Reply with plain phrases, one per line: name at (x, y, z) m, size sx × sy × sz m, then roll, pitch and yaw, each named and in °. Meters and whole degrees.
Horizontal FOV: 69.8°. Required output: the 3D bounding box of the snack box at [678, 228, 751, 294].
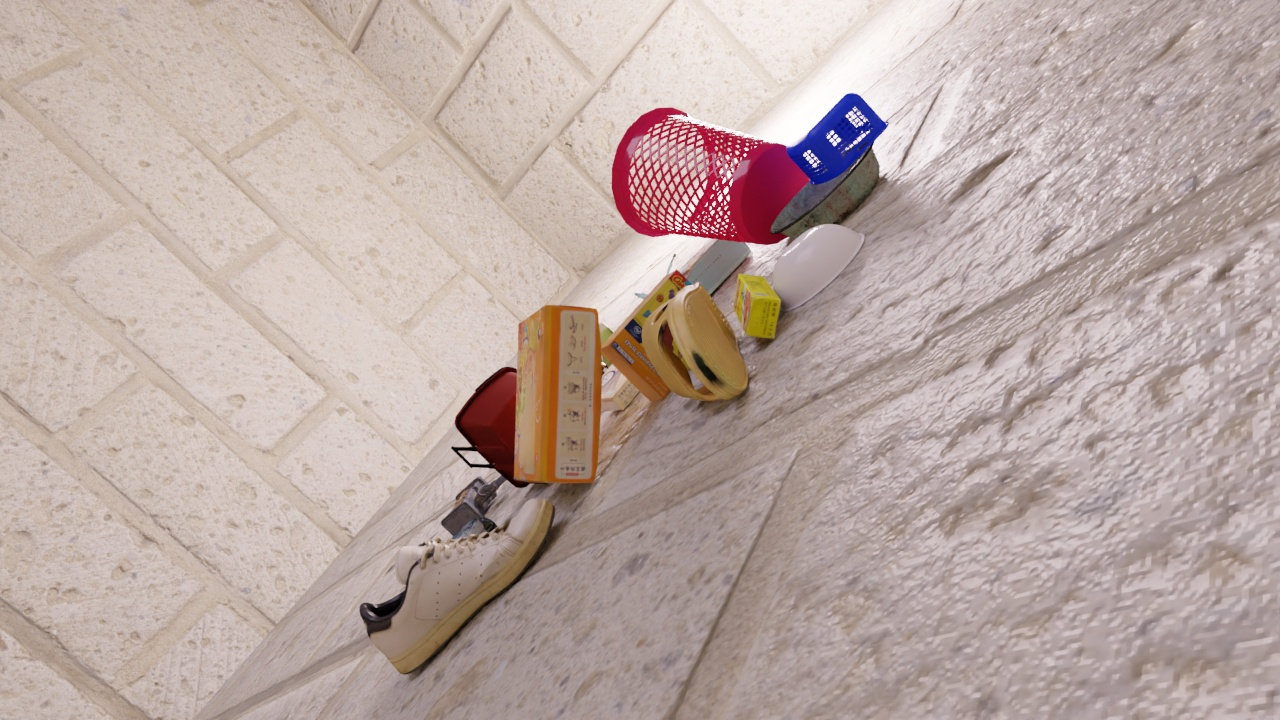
snack box at (0.077, -0.113, 1.320) m, size 0.174 × 0.053 × 0.075 m, roll -44°, pitch 8°, yaw -13°

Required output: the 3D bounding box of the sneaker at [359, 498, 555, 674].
sneaker at (-0.197, 0.215, 0.963) m, size 0.241 × 0.102 × 0.089 m, roll -44°, pitch 9°, yaw 3°

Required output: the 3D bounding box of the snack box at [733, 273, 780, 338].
snack box at (0.117, -0.058, 0.938) m, size 0.148 × 0.029 × 0.040 m, roll -87°, pitch 4°, yaw -76°

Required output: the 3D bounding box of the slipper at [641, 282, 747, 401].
slipper at (0.047, -0.016, 0.902) m, size 0.078 × 0.099 × 0.263 m, roll -33°, pitch 8°, yaw 12°

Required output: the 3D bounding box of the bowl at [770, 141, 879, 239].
bowl at (0.223, -0.192, 1.073) m, size 0.157 × 0.038 × 0.157 m, roll -44°, pitch 9°, yaw 9°

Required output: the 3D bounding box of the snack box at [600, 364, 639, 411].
snack box at (-0.007, 0.007, 1.224) m, size 0.149 × 0.026 × 0.082 m, roll -51°, pitch 21°, yaw -26°

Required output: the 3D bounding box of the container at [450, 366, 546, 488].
container at (-0.172, 0.094, 1.242) m, size 0.126 × 0.148 × 0.201 m, roll -48°, pitch 19°, yaw -19°

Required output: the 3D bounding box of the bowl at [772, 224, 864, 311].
bowl at (0.168, -0.103, 0.922) m, size 0.110 × 0.040 × 0.110 m, roll -44°, pitch 9°, yaw 9°

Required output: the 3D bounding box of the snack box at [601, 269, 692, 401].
snack box at (0.027, -0.029, 1.074) m, size 0.125 × 0.088 × 0.040 m, roll -49°, pitch 10°, yaw -19°

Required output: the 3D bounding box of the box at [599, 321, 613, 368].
box at (-0.099, 0.029, 1.499) m, size 0.188 × 0.089 × 0.077 m, roll -46°, pitch -21°, yaw 1°

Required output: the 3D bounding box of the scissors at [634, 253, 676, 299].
scissors at (0.027, -0.088, 1.382) m, size 0.169 × 0.023 × 0.171 m, roll -53°, pitch -22°, yaw 19°

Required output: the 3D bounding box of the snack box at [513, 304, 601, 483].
snack box at (-0.093, 0.044, 1.064) m, size 0.145 × 0.080 × 0.195 m, roll 162°, pitch 110°, yaw -70°

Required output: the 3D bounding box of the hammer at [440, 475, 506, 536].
hammer at (-0.157, 0.134, 1.335) m, size 0.322 × 0.044 × 0.098 m, roll -42°, pitch 10°, yaw 14°

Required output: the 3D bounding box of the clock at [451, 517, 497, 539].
clock at (-0.210, 0.233, 1.100) m, size 0.090 × 0.052 × 0.129 m, roll -46°, pitch 10°, yaw 0°

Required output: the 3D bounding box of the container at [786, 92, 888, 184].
container at (0.220, -0.256, 1.051) m, size 0.096 × 0.058 × 0.114 m, roll -46°, pitch 9°, yaw 0°

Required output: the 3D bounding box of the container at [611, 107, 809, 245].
container at (0.102, -0.239, 1.239) m, size 0.183 × 0.183 × 0.226 m, roll -48°, pitch 40°, yaw -16°

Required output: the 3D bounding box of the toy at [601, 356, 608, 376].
toy at (-0.093, 0.042, 1.379) m, size 0.112 × 0.067 × 0.087 m, roll -33°, pitch 34°, yaw 2°
